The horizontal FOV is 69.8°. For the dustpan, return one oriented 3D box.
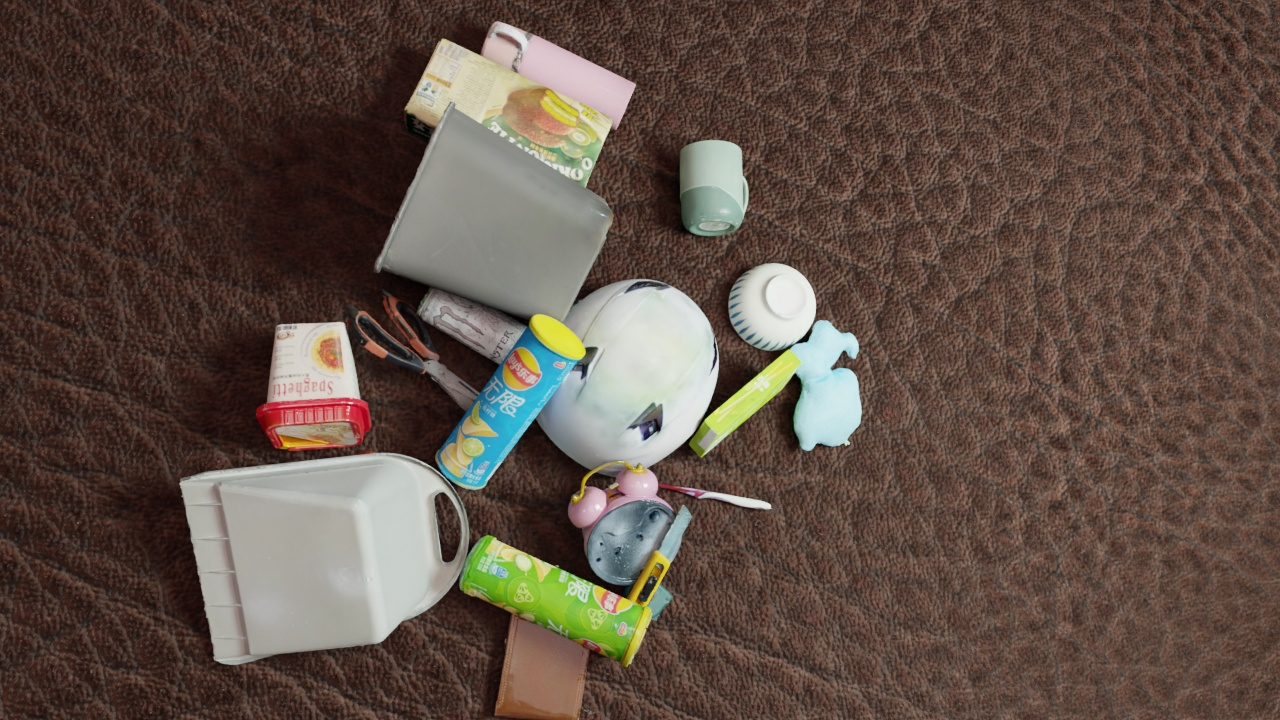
[{"bbox_3d":[-0.337,0.209,1.025,0.258,0.142,0.223,-1,103,12],"label":"dustpan"}]

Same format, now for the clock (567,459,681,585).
[{"bbox_3d":[-0.021,0.187,1.085,0.117,0.060,0.158,-25,119,-7],"label":"clock"}]

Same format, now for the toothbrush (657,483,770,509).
[{"bbox_3d":[0.078,0.174,1.166,0.187,0.016,0.017,11,85,-11],"label":"toothbrush"}]

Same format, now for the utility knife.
[{"bbox_3d":[0.006,0.264,1.084,0.033,0.015,0.218,22,103,-25],"label":"utility knife"}]

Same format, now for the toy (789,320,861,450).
[{"bbox_3d":[0.247,0.040,1.211,0.161,0.050,0.156,-44,101,-18],"label":"toy"}]

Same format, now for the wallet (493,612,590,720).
[{"bbox_3d":[-0.114,0.360,1.080,0.101,0.032,0.124,10,77,-9],"label":"wallet"}]

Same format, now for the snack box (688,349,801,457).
[{"bbox_3d":[0.132,0.054,1.154,0.156,0.086,0.026,-37,77,-23],"label":"snack box"}]

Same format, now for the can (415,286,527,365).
[{"bbox_3d":[-0.195,-0.042,1.116,0.146,0.058,0.058,31,74,-8],"label":"can"}]

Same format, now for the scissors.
[{"bbox_3d":[-0.253,-0.003,1.096,0.197,0.015,0.213,11,47,-49],"label":"scissors"}]

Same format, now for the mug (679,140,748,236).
[{"bbox_3d":[0.103,-0.222,1.216,0.111,0.082,0.106,9,75,-44],"label":"mug"}]

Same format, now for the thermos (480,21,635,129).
[{"bbox_3d":[-0.106,-0.374,1.184,0.198,0.087,0.067,25,77,-9],"label":"thermos"}]

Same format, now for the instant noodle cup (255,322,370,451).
[{"bbox_3d":[-0.369,0.028,1.042,0.116,0.117,0.124,-3,68,-14],"label":"instant noodle cup"}]

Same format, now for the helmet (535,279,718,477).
[{"bbox_3d":[-0.007,0.006,1.108,0.229,0.146,0.258,43,73,-3],"label":"helmet"}]

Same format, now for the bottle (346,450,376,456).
[{"bbox_3d":[-0.394,0.152,1.032,0.206,0.060,0.059,-13,83,-15],"label":"bottle"}]

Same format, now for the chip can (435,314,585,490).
[{"bbox_3d":[-0.150,0.049,1.043,0.071,0.071,0.211,37,109,-5],"label":"chip can"}]

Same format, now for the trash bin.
[{"bbox_3d":[-0.166,-0.161,1.069,0.219,0.198,0.199,24,105,-17],"label":"trash bin"}]

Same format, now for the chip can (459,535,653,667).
[{"bbox_3d":[-0.099,0.274,1.055,0.221,0.073,0.072,23,75,5],"label":"chip can"}]

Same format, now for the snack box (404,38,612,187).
[{"bbox_3d":[-0.167,-0.301,1.169,0.240,0.063,0.114,23,76,-9],"label":"snack box"}]

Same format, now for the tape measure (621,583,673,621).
[{"bbox_3d":[0.005,0.290,1.122,0.058,0.025,0.054,42,72,-3],"label":"tape measure"}]

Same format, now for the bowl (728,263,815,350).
[{"bbox_3d":[0.180,-0.076,1.209,0.116,0.066,0.116,3,79,-13],"label":"bowl"}]
